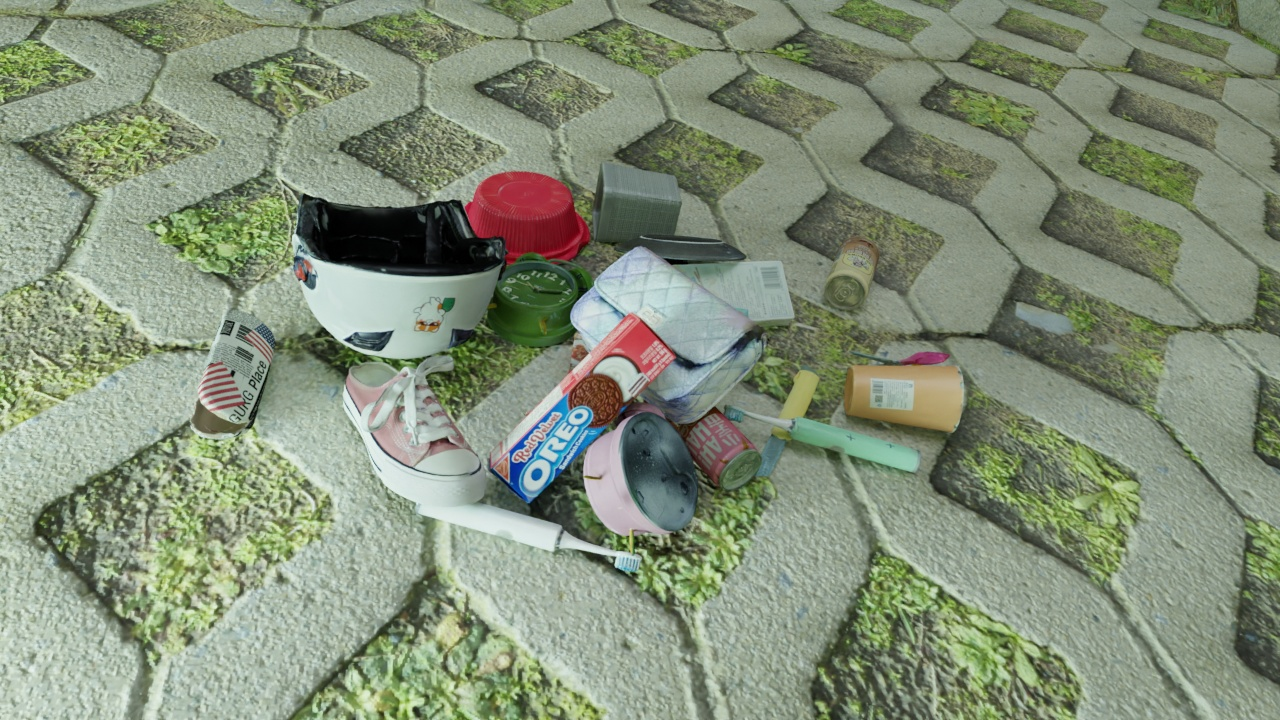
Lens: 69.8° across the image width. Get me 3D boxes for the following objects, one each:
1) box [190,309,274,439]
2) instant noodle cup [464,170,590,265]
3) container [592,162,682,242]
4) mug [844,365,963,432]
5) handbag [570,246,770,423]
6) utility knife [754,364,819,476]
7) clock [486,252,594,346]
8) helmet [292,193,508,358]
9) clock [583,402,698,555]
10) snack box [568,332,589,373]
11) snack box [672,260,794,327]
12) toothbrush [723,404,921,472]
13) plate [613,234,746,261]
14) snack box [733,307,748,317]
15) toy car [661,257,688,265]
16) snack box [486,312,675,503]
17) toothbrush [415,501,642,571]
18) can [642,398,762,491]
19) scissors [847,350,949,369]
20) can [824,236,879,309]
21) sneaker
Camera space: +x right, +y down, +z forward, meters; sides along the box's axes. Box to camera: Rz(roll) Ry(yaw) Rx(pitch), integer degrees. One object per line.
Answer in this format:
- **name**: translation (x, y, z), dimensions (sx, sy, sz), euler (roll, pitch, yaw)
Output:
- **box**: translation (-0.421, 0.006, 0.960), dimensions (0.075, 0.083, 0.163), euler (6, 36, -14)
- **instant noodle cup**: translation (-0.163, -0.208, 1.286), dimensions (0.194, 0.066, 0.193), euler (6, 39, -5)
- **container**: translation (-0.006, -0.221, 1.315), dimensions (0.114, 0.090, 0.090), euler (5, 39, -10)
- **mug**: translation (0.303, 0.040, 1.066), dimensions (0.123, 0.078, 0.078), euler (5, 39, 2)
- **handbag**: translation (0.025, -0.032, 0.990), dimensions (0.134, 0.076, 0.194), euler (-43, 56, -14)
- **utility knife**: translation (0.169, 0.065, 1.050), dimensions (0.031, 0.022, 0.220), euler (18, 33, 16)
- **clock**: translation (-0.123, -0.083, 1.146), dimensions (0.116, 0.056, 0.160), euler (21, 40, 13)
- **helmet**: translation (-0.274, -0.082, 1.026), dimensions (0.229, 0.157, 0.274), euler (-5, 30, -31)
- **clock**: translation (0.006, 0.105, 0.898), dimensions (0.060, 0.117, 0.158), euler (-23, 14, 34)
- **snack box**: translation (-0.006, 0.006, 1.083), dimensions (0.153, 0.026, 0.075), euler (7, 39, -2)
- **snack box**: translation (0.117, -0.084, 1.187), dimensions (0.156, 0.027, 0.084), euler (-4, 71, -16)
- **toothbrush**: translation (0.200, 0.082, 1.012), dimensions (0.224, 0.026, 0.027), euler (16, 63, 0)
- **plate**: translation (0.054, -0.153, 1.231), dimensions (0.179, 0.024, 0.179), euler (4, 10, -1)
- **snack box**: translation (0.040, -0.048, 1.105), dimensions (0.175, 0.051, 0.074), euler (10, 9, 10)
- **toy car**: translation (0.040, -0.119, 1.242), dimensions (0.048, 0.032, 0.105), euler (7, 27, -2)
- **snack box**: translation (-0.060, 0.045, 0.901), dimensions (0.057, 0.207, 0.058), euler (45, 0, -15)
- **toothbrush**: translation (-0.106, 0.162, 0.873), dimensions (0.221, 0.027, 0.026), euler (15, 62, 6)
- **can**: translation (0.064, 0.073, 0.989), dimensions (0.057, 0.058, 0.147), euler (-18, 46, -30)
- **scissors**: translation (0.314, 0.003, 1.103), dimensions (0.133, 0.130, 0.017), euler (15, 72, -15)
- **can**: translation (0.294, -0.123, 1.273), dimensions (0.058, 0.059, 0.116), euler (18, 40, 11)
- **sneaker**: translation (-0.228, 0.054, 0.911), dimensions (0.118, 0.088, 0.241), euler (-9, 34, -37)
